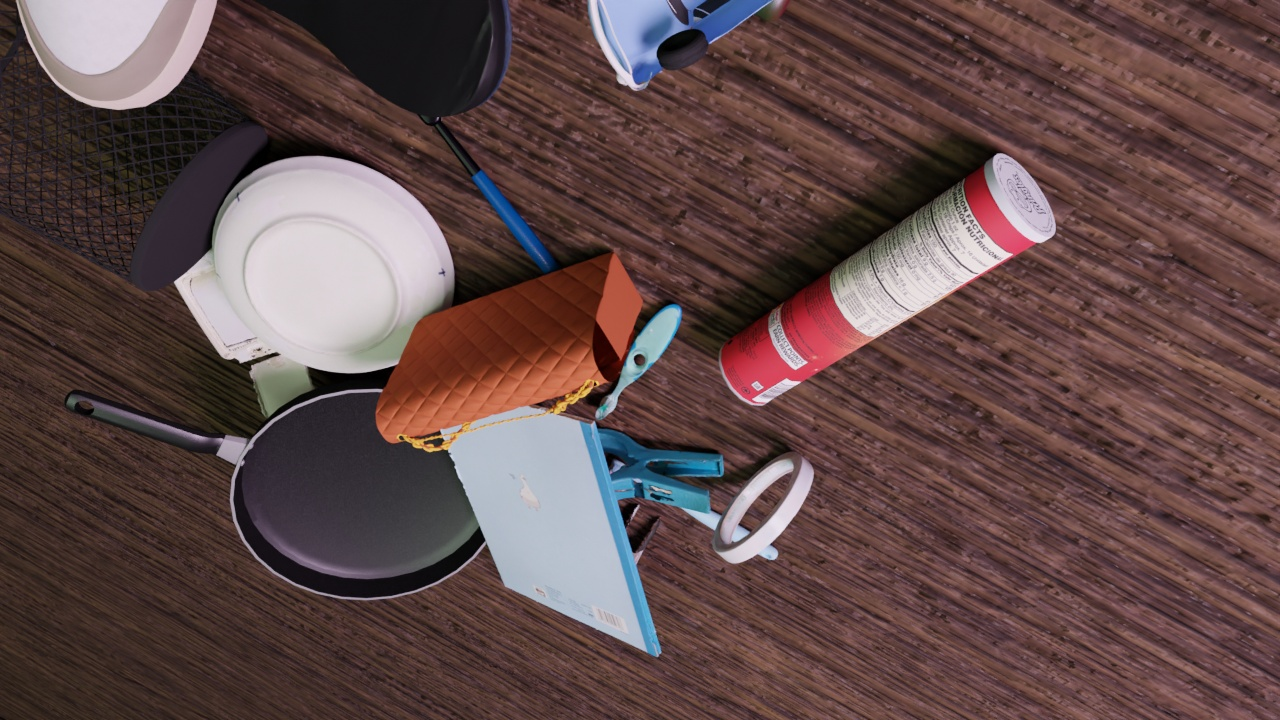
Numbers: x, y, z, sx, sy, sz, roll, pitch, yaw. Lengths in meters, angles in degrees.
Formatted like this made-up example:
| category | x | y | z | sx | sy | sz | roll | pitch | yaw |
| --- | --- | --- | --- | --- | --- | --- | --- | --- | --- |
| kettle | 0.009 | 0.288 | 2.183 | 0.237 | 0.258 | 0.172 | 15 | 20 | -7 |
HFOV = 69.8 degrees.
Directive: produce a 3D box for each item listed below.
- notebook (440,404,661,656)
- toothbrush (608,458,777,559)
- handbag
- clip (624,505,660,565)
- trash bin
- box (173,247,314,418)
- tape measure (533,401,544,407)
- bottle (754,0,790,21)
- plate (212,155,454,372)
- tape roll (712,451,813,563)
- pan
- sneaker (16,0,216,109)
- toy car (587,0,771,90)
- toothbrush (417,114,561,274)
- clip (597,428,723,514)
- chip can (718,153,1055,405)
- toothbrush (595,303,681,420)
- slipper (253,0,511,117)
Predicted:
| category | x | y | z | sx | sy | sz | roll | pitch | yaw |
| --- | --- | --- | --- | --- | --- | --- | --- | --- | --- |
| notebook | -0.079 | 0.128 | 0.747 | 0.181 | 0.009 | 0.254 | 14 | 132 | 34 |
| toothbrush | 0.043 | 0.123 | 0.752 | 0.155 | 0.016 | 0.022 | 28 | 127 | 5 |
| handbag | -0.089 | 0.002 | 0.635 | 0.172 | 0.108 | 0.060 | -16 | 123 | 24 |
| clip | -0.008 | 0.180 | 0.802 | 0.052 | 0.059 | 0.102 | 16 | 135 | -10 |
| trash bin | -0.396 | -0.167 | 0.643 | 0.210 | 0.183 | 0.185 | 34 | 134 | -10 |
| box | -0.295 | -0.020 | 0.766 | 0.144 | 0.044 | 0.184 | -15 | 113 | 25 |
| tape measure | -0.112 | 0.050 | 0.756 | 0.072 | 0.042 | 0.072 | -15 | 115 | 39 |
| bottle | 0.031 | -0.213 | 0.478 | 0.106 | 0.025 | 0.025 | 32 | 134 | 1 |
| plate | -0.234 | -0.061 | 0.689 | 0.182 | 0.034 | 0.183 | 0 | 122 | 1 |
| tape roll | 0.087 | 0.105 | 0.661 | 0.013 | 0.092 | 0.093 | 41 | 133 | -7 |
| pan | -0.288 | 0.090 | 0.775 | 0.356 | 0.034 | 0.226 | 25 | 111 | -25 |
| sneaker | -0.290 | -0.271 | 0.480 | 0.111 | 0.116 | 0.294 | 12 | 114 | -11 |
| toy car | 0.037 | -0.188 | 0.428 | 0.055 | 0.153 | 0.056 | 37 | 160 | 51 |
| toothbrush | -0.102 | -0.115 | 0.634 | 0.014 | 0.014 | 0.168 | -35 | 112 | 6 |
| clip | -0.008 | 0.098 | 0.703 | 0.130 | 0.119 | 0.030 | 20 | 133 | 30 |
| chip can | 0.135 | -0.039 | 0.549 | 0.052 | 0.051 | 0.215 | 44 | 133 | -11 |
| toothbrush | -0.004 | 0.004 | 0.679 | 0.022 | 0.017 | 0.136 | 36 | 134 | 1 |
| slipper | -0.149 | -0.226 | 0.528 | 0.266 | 0.083 | 0.109 | 34 | 121 | 29 |
